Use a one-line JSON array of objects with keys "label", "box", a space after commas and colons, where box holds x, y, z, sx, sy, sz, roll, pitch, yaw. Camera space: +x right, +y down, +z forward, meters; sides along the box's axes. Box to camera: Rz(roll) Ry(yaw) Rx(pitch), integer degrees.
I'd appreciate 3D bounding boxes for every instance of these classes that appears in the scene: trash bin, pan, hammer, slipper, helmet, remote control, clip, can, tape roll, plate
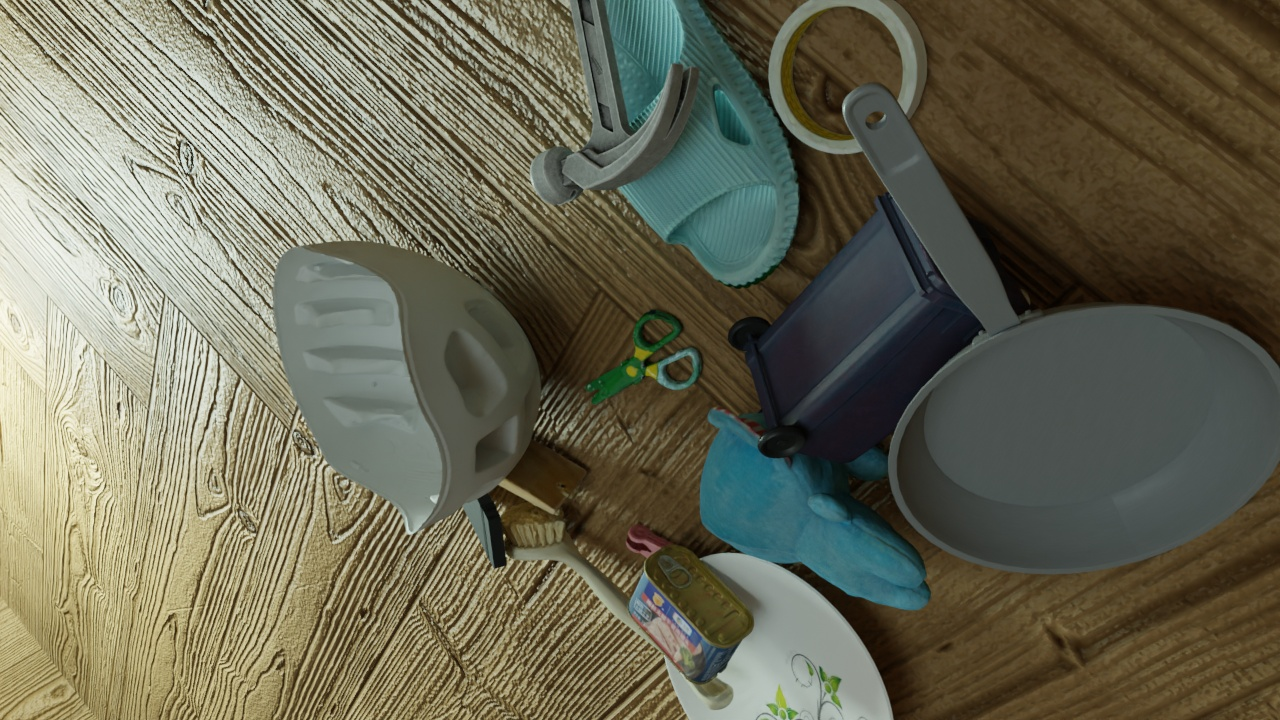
[{"label": "trash bin", "box": [0.138, -0.017, 0.550, 0.161, 0.092, 0.093, -51, 36, 38]}, {"label": "pan", "box": [0.193, -0.005, 0.466, 0.201, 0.050, 0.356, -27, 122, 26]}, {"label": "hammer", "box": [-0.041, -0.266, 0.569, 0.126, 0.036, 0.315, -12, 89, 42]}, {"label": "slipper", "box": [0.015, -0.172, 0.599, 0.116, 0.069, 0.276, -22, 97, 44]}, {"label": "helmet", "box": [-0.216, 0.012, 0.792, 0.283, 0.183, 0.224, 16, 115, 24]}, {"label": "remote control", "box": [-0.156, 0.140, 0.883, 0.133, 0.013, 0.058, -137, 39, -56]}, {"label": "clip", "box": [0.015, 0.170, 0.809, 0.060, 0.023, 0.044, 6, 114, 29]}, {"label": "can", "box": [0.039, 0.208, 0.754, 0.100, 0.053, 0.059, 43, 132, 26]}, {"label": "tape roll", "box": [0.123, -0.172, 0.551, 0.094, 0.019, 0.094, 18, 122, 30]}, {"label": "plate", "box": [0.113, 0.263, 0.763, 0.230, 0.030, 0.230, 17, 116, 40]}]

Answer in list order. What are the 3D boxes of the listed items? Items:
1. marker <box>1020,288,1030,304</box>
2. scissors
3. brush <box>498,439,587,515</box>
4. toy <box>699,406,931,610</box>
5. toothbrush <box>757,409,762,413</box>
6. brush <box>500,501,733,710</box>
[{"label": "marker", "box": [0.186, -0.012, 0.588, 0.133, 0.014, 0.014, -32, 91, 43]}, {"label": "scissors", "box": [0.000, 0.012, 0.745, 0.071, 0.014, 0.131, 53, 131, 3]}, {"label": "brush", "box": [-0.107, 0.102, 0.849, 0.117, 0.049, 0.039, 24, 148, 25]}, {"label": "toy", "box": [0.124, 0.097, 0.630, 0.181, 0.114, 0.183, 25, 155, 37]}, {"label": "toothbrush", "box": [0.128, -0.007, 0.634, 0.017, 0.016, 0.190, 38, 130, 6]}, {"label": "brush", "box": [-0.026, 0.215, 0.823, 0.272, 0.061, 0.077, 34, 140, 26]}]
